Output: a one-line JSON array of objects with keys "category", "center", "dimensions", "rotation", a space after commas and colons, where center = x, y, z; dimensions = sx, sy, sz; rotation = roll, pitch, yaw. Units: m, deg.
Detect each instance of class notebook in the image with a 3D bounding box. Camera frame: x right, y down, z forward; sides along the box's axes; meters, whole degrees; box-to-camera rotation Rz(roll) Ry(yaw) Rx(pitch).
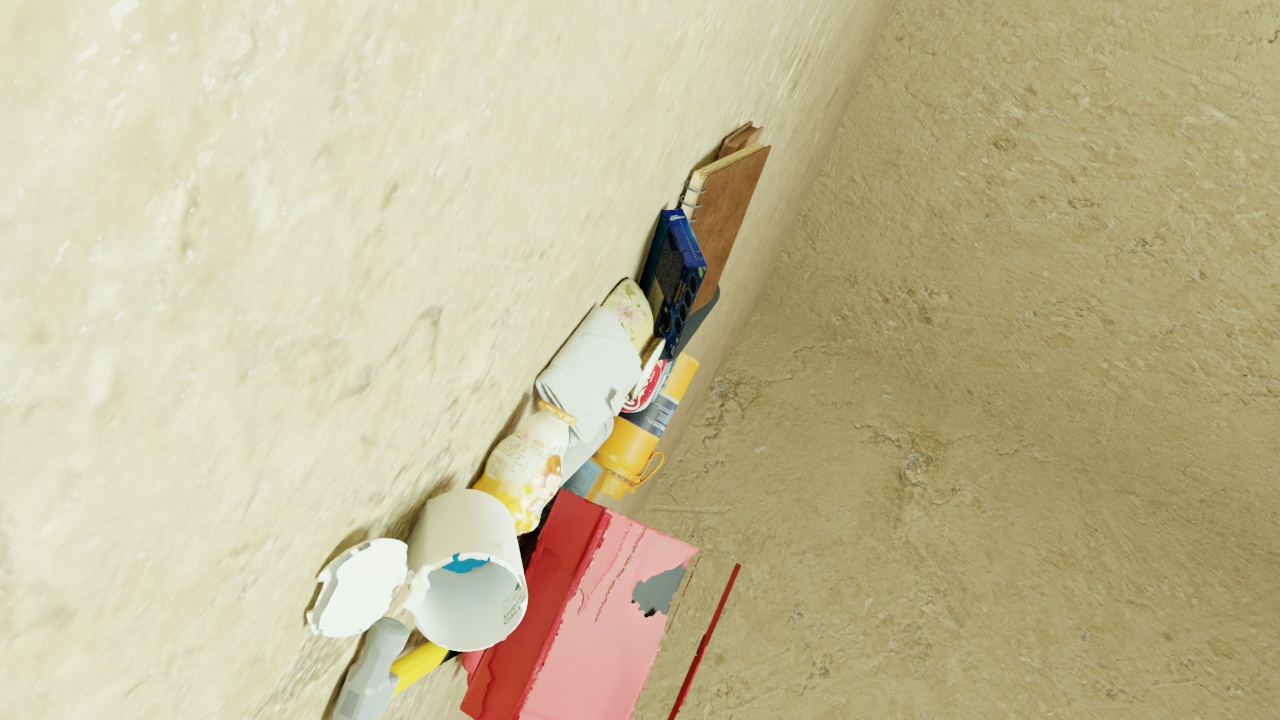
[{"category": "notebook", "center": [0.071, -0.137, 1.070], "dimensions": [0.167, 0.024, 0.226], "rotation": [-36, 153, -48]}, {"category": "notebook", "center": [0.089, -0.189, 1.155], "dimensions": [0.211, 0.022, 0.168], "rotation": [-66, 172, 28]}]

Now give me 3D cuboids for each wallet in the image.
[{"category": "wallet", "center": [-0.042, 0.014, 0.823], "dimensions": [0.086, 0.032, 0.116], "rotation": [59, 46, -29]}]

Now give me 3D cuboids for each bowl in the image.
[{"category": "bowl", "center": [-0.019, -0.005, 0.931], "dimensions": [0.145, 0.063, 0.145], "rotation": [-60, 172, -15]}]

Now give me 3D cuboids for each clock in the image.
[{"category": "clock", "center": [0.009, 0.018, 1.224], "dimensions": [0.117, 0.057, 0.083], "rotation": [-56, 171, -40]}]

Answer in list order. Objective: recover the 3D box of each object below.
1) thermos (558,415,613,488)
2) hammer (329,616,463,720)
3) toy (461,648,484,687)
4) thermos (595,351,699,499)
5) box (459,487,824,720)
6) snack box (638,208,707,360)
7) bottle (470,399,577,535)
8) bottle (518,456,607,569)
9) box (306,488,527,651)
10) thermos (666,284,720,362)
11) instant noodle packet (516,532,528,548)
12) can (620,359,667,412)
[{"category": "thermos", "center": [-0.077, 0.086, 0.902], "dimensions": [0.052, 0.052, 0.223], "rotation": [-64, 172, 17]}, {"category": "hammer", "center": [-0.180, 0.259, 0.819], "dimensions": [0.127, 0.029, 0.323], "rotation": [-65, 169, 2]}, {"category": "toy", "center": [-0.187, 0.349, 1.128], "dimensions": [0.091, 0.045, 0.135], "rotation": [-43, 154, -62]}, {"category": "thermos", "center": [0.005, 0.090, 1.332], "dimensions": [0.232, 0.091, 0.076], "rotation": [-61, 145, -5]}, {"category": "box", "center": [-0.013, 0.238, 0.706], "dimensions": [0.215, 0.141, 0.512], "rotation": [-65, -161, -9]}, {"category": "snack box", "center": [0.028, -0.077, 0.955], "dimensions": [0.151, 0.027, 0.082], "rotation": [111, -31, -51]}, {"category": "bottle", "center": [-0.094, 0.087, 0.756], "dimensions": [0.109, 0.063, 0.063], "rotation": [-62, 173, -5]}, {"category": "bottle", "center": [-0.101, 0.170, 0.987], "dimensions": [0.156, 0.068, 0.068], "rotation": [-59, 172, -20]}, {"category": "box", "center": [-0.144, 0.135, 0.601], "dimensions": [0.083, 0.143, 0.137], "rotation": [-60, -157, 9]}, {"category": "thermos", "center": [0.041, -0.046, 1.194], "dimensions": [0.230, 0.061, 0.061], "rotation": [-52, 167, -54]}, {"category": "instant noodle packet", "center": [-0.141, 0.174, 0.852], "dimensions": [0.098, 0.039, 0.135], "rotation": [-55, 173, 0]}, {"category": "can", "center": [-0.006, 0.006, 1.052], "dimensions": [0.064, 0.064, 0.105], "rotation": [-55, 169, -45]}]
